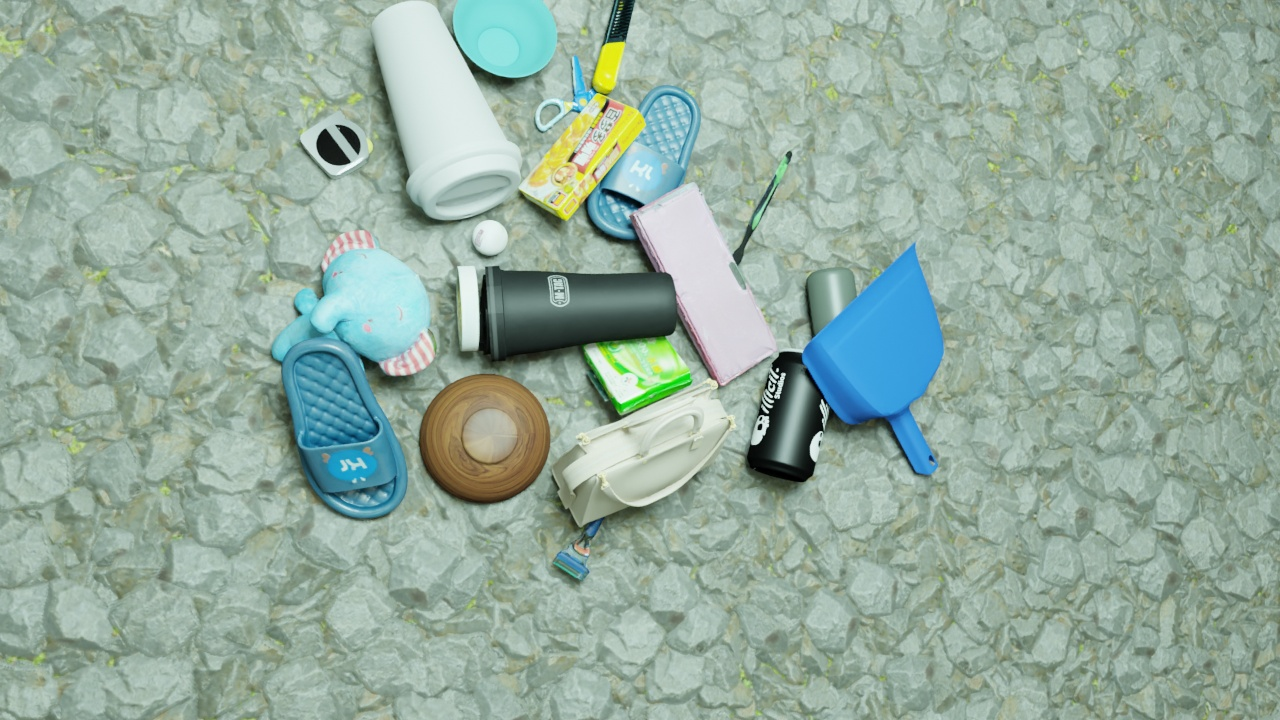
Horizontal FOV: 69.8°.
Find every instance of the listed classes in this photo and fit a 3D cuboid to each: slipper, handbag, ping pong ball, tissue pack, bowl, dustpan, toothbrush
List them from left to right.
[{"bbox_3d":[-0.314,0.078,0.954,0.104,0.059,0.214,-14,114,-2],"label":"slipper"},{"bbox_3d":[-0.168,0.084,1.012,0.147,0.069,0.147,2,82,-13],"label":"bowl"},{"bbox_3d":[-0.173,-0.141,1.055,0.040,0.040,0.040,2,82,-14],"label":"ping pong ball"},{"bbox_3d":[-0.163,-0.381,1.082,0.121,0.046,0.121,4,78,-19],"label":"bowl"},{"bbox_3d":[-0.006,0.006,1.057,0.099,0.034,0.114,-24,54,-15],"label":"tissue pack"},{"bbox_3d":[0.009,0.088,0.977,0.194,0.198,0.101,-22,74,-21],"label":"handbag"},{"bbox_3d":[0.014,-0.239,1.105,0.104,0.059,0.213,29,76,-11],"label":"slipper"},{"bbox_3d":[0.150,-0.189,1.157,0.014,0.017,0.187,31,74,-12],"label":"toothbrush"},{"bbox_3d":[0.314,0.026,1.115,0.244,0.060,0.257,-39,104,-36],"label":"dustpan"}]

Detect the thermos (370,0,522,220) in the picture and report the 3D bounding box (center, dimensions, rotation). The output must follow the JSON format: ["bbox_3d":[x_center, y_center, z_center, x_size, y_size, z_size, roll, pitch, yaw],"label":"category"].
[{"bbox_3d":[-0.225,-0.281,1.025,0.131,0.132,0.221,-20,80,-15],"label":"thermos"}]

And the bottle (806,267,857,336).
[{"bbox_3d":[0.240,-0.058,1.135,0.060,0.060,0.108,-5,84,-14],"label":"bottle"}]

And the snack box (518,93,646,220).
[{"bbox_3d":[-0.068,-0.239,1.070,0.075,0.025,0.152,34,82,35],"label":"snack box"}]

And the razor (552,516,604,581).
[{"bbox_3d":[-0.047,0.183,1.056,0.044,0.018,0.140,36,73,-10],"label":"razor"}]

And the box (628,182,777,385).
[{"bbox_3d":[0.077,-0.090,1.089,0.098,0.041,0.233,-30,102,-17],"label":"box"}]

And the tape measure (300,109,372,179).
[{"bbox_3d":[-0.343,-0.245,1.040,0.064,0.017,0.065,-38,93,-15],"label":"tape measure"}]

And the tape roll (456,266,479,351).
[{"bbox_3d":[-0.191,-0.057,1.012,0.019,0.094,0.094,-3,83,-14],"label":"tape roll"}]

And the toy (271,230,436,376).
[{"bbox_3d":[-0.315,-0.044,0.980,0.180,0.115,0.183,-31,80,-4],"label":"toy"}]

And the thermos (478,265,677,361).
[{"bbox_3d":[-0.073,-0.057,1.026,0.218,0.106,0.105,-4,84,-9],"label":"thermos"}]

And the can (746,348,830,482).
[{"bbox_3d":[0.181,0.066,1.094,0.080,0.080,0.146,18,79,-11],"label":"can"}]

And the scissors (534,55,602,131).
[{"bbox_3d":[-0.078,-0.310,1.117,0.125,0.016,0.125,-6,84,-20],"label":"scissors"}]

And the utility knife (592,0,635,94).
[{"bbox_3d":[-0.025,-0.419,1.137,0.028,0.020,0.197,18,74,-17],"label":"utility knife"}]
